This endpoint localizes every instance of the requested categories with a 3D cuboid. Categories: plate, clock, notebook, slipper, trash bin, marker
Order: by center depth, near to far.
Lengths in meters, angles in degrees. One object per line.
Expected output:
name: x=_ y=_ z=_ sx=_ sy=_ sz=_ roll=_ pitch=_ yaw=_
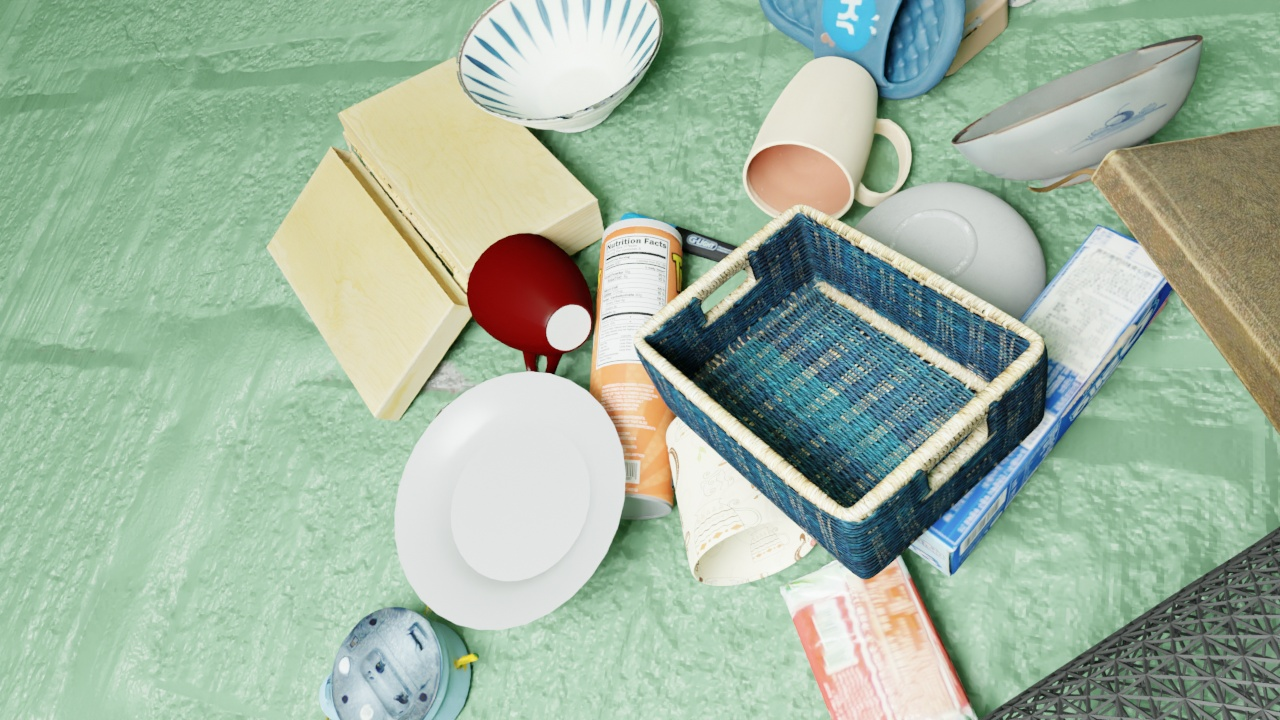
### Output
trash bin: x=0.301 y=0.174 z=0.382 sx=0.243 sy=0.217 sz=0.217 roll=-38 pitch=58 yaw=-5
notebook: x=0.346 y=-0.040 z=0.504 sx=0.190 sy=0.035 sz=0.215 roll=-10 pitch=59 yaw=-15
plate: x=-0.086 y=0.091 z=0.612 sx=0.173 sy=0.019 sz=0.172 roll=-10 pitch=64 yaw=21
clock: x=-0.173 y=0.230 z=0.636 sx=0.089 sy=0.051 sz=0.124 roll=40 pitch=87 yaw=30
slipper: x=0.154 y=-0.264 z=0.697 sx=0.059 sy=0.104 sz=0.214 roll=-20 pitch=42 yaw=-27
marker: x=0.036 y=-0.094 z=0.718 sx=0.123 sy=0.015 sz=0.018 roll=22 pitch=76 yaw=28

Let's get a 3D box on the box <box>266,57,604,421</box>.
box: x=-0.194 y=-0.118 z=0.793 sx=0.261 sy=0.096 sz=0.247 roll=-45 pitch=57 yaw=5

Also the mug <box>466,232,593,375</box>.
mug: x=-0.073 y=-0.028 z=0.688 sx=0.087 sy=0.114 sz=0.088 roll=-12 pitch=30 yaw=-28

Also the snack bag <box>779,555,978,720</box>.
snack bag: x=0.138 y=0.173 z=0.540 sx=0.077 sy=0.036 sz=0.115 roll=-25 pitch=60 yaw=9

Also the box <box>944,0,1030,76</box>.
box: x=0.222 y=-0.332 z=0.738 sx=0.148 sy=0.043 sz=0.216 roll=-38 pitch=58 yaw=-2

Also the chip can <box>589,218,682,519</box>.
chip can: x=-0.004 y=0.004 z=0.661 sx=0.062 sy=0.062 sz=0.210 roll=-6 pitch=65 yaw=20

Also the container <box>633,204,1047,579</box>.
container: x=0.108 y=0.010 z=0.521 sx=0.145 sy=0.071 sz=0.187 roll=-39 pitch=48 yaw=-11

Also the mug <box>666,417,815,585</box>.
mug: x=0.077 y=0.075 z=0.585 sx=0.122 sy=0.081 sz=0.097 roll=-14 pitch=54 yaw=-6

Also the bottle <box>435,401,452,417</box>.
bottle: x=-0.106 y=0.101 z=0.663 sx=0.056 sy=0.056 sz=0.162 roll=-32 pitch=58 yaw=6

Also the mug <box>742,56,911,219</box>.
mug: x=0.143 y=-0.158 z=0.671 sx=0.111 sy=0.085 sz=0.104 roll=23 pitch=63 yaw=1

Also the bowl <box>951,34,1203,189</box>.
bowl: x=0.285 y=-0.150 z=0.592 sx=0.151 sy=0.150 sz=0.057 roll=-25 pitch=101 yaw=10

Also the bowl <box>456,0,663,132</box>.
bowl: x=-0.062 y=-0.248 z=0.789 sx=0.177 sy=0.071 sz=0.177 roll=-6 pitch=59 yaw=10

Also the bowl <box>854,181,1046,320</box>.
bowl: x=0.195 y=-0.061 z=0.606 sx=0.132 sy=0.064 sz=0.131 roll=-9 pitch=64 yaw=19

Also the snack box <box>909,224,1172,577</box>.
snack box: x=0.229 y=0.022 z=0.545 sx=0.059 sy=0.059 sz=0.226 roll=36 pitch=78 yaw=31
